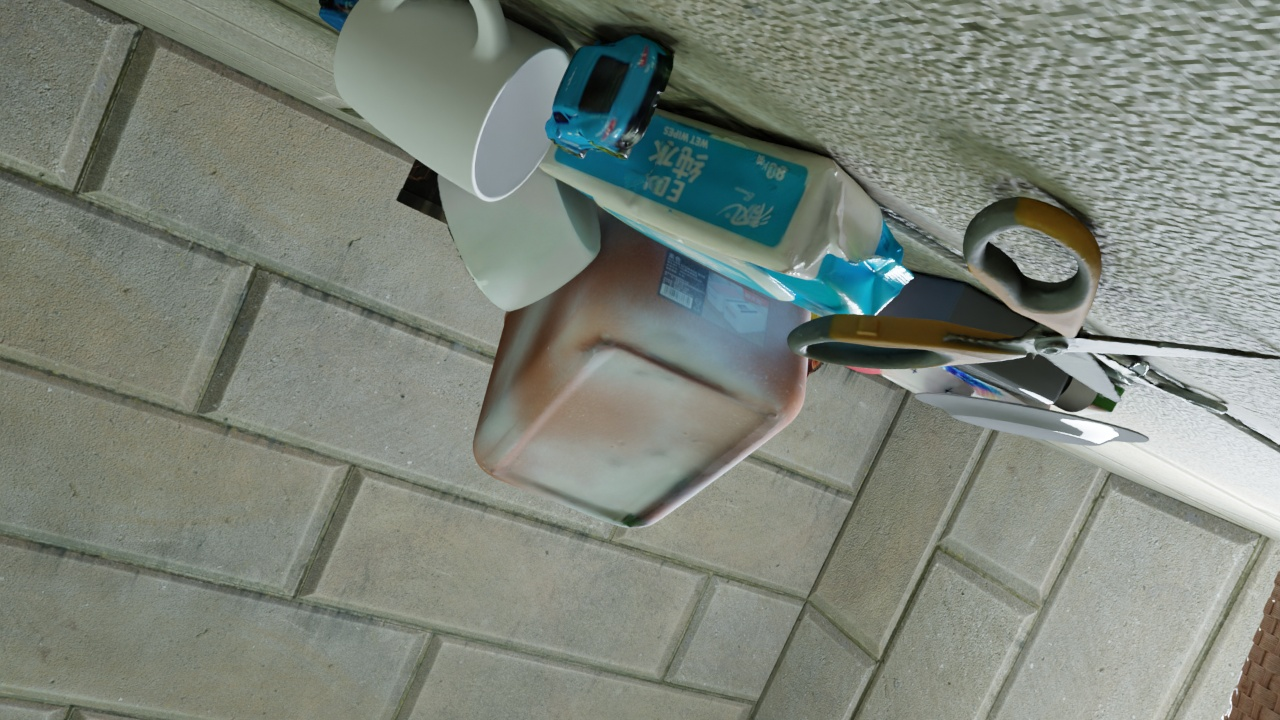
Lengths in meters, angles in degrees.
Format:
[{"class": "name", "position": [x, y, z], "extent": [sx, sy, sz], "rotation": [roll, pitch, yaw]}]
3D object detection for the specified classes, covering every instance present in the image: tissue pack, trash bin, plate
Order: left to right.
[{"class": "trash bin", "position": [-0.004, 0.004, 0.704], "extent": [0.181, 0.157, 0.261], "rotation": [24, 141, -18]}, {"class": "tissue pack", "position": [0.038, -0.089, 0.504], "extent": [0.209, 0.066, 0.117], "rotation": [29, -176, 32]}, {"class": "plate", "position": [0.249, 0.014, 0.831], "extent": [0.104, 0.026, 0.104], "rotation": [28, -177, -2]}, {"class": "plate", "position": [0.255, -0.007, 0.809], "extent": [0.187, 0.016, 0.187], "rotation": [27, -177, -16]}, {"class": "plate", "position": [0.315, 0.052, 0.752], "extent": [0.178, 0.012, 0.178], "rotation": [13, 176, 1]}, {"class": "trash bin", "position": [0.538, 0.208, 0.682], "extent": [0.151, 0.210, 0.151], "rotation": [25, -177, -2]}]

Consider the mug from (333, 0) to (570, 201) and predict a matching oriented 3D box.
[{"class": "mug", "position": [-0.090, -0.142, 0.431], "extent": [0.087, 0.080, 0.114], "rotation": [31, 154, 11]}]

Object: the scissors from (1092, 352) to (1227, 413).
[{"class": "scissors", "position": [0.322, 0.007, 0.616], "extent": [0.141, 0.014, 0.147], "rotation": [21, -175, -17]}]

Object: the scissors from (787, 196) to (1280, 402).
[{"class": "scissors", "position": [0.171, -0.014, 0.438], "extent": [0.230, 0.016, 0.225], "rotation": [-6, 156, 39]}]

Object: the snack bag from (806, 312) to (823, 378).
[{"class": "snack bag", "position": [0.130, -0.040, 0.851], "extent": [0.066, 0.139, 0.208], "rotation": [-16, 173, -2]}]

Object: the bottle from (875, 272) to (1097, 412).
[{"class": "bottle", "position": [0.260, -0.007, 0.664], "extent": [0.173, 0.046, 0.084], "rotation": [23, -176, -22]}]

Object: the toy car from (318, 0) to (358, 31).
[{"class": "toy car", "position": [-0.123, -0.173, 0.517], "extent": [0.120, 0.043, 0.056], "rotation": [22, -175, -42]}]

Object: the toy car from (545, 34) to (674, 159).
[{"class": "toy car", "position": [-0.020, -0.115, 0.397], "extent": [0.032, 0.048, 0.105], "rotation": [22, -175, -23]}]

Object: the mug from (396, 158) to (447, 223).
[{"class": "mug", "position": [-0.143, -0.165, 0.772], "extent": [0.080, 0.107, 0.116], "rotation": [22, -175, -31]}]

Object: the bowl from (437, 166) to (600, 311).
[{"class": "bowl", "position": [-0.069, -0.094, 0.569], "extent": [0.066, 0.116, 0.116], "rotation": [-16, 173, 14]}]

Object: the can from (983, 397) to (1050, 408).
[{"class": "can", "position": [0.400, 0.038, 0.971], "extent": [0.054, 0.054, 0.096], "rotation": [27, -175, 35]}]

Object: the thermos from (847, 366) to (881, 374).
[{"class": "thermos", "position": [0.248, -0.022, 1.000], "extent": [0.073, 0.073, 0.239], "rotation": [28, -174, 42]}]

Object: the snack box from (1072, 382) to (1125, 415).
[{"class": "snack box", "position": [0.330, 0.003, 0.822], "extent": [0.168, 0.027, 0.132], "rotation": [26, -177, 15]}]
